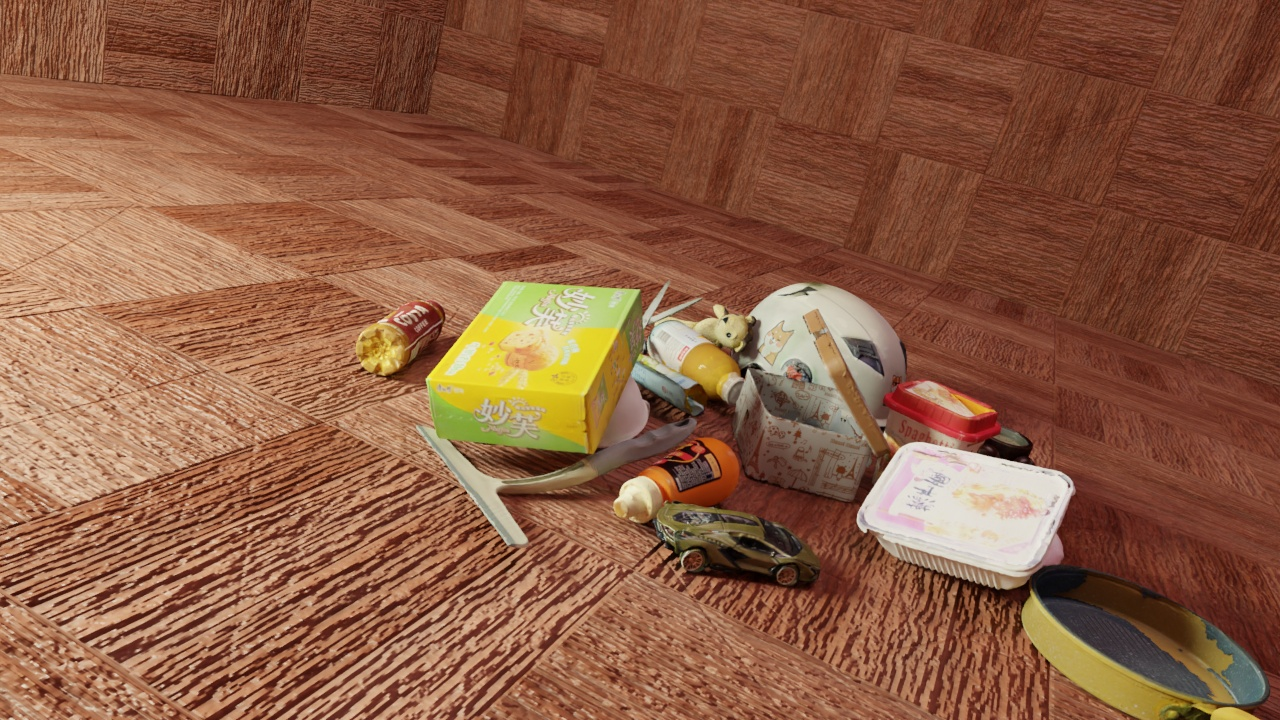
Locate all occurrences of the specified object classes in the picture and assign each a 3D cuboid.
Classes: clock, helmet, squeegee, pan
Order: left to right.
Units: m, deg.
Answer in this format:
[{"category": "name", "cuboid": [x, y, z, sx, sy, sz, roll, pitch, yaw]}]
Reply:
[{"category": "squeegee", "cuboid": [-0.054, 0.096, 0.856, 0.246, 0.039, 0.246, -12, 24, -27]}, {"category": "helmet", "cuboid": [0.275, -0.025, 1.340, 0.229, 0.157, 0.274, -3, 25, -44]}, {"category": "clock", "cuboid": [0.472, 0.126, 1.208, 0.082, 0.055, 0.121, 18, 19, 7]}, {"category": "pan", "cuboid": [0.444, 0.260, 0.733, 0.197, 0.078, 0.356, 14, 17, -4]}]

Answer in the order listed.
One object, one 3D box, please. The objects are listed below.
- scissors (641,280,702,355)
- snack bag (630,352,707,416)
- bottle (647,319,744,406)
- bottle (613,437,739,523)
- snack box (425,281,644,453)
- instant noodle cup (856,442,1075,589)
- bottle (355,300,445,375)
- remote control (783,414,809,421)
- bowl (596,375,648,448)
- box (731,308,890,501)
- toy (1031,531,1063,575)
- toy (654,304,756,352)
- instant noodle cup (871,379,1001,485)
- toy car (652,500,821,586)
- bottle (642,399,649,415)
[{"category": "scissors", "cuboid": [0.005, -0.050, 1.273, 0.179, 0.014, 0.159, -20, 40, 13]}, {"category": "snack bag", "cuboid": [-0.007, 0.007, 1.151, 0.191, 0.039, 0.110, 29, 0, 25]}, {"category": "bottle", "cuboid": [0.079, 0.005, 1.230, 0.068, 0.068, 0.189, 3, 21, -33]}, {"category": "bottle", "cuboid": [0.030, 0.118, 0.865, 0.067, 0.067, 0.149, 28, 28, 35]}, {"category": "snack box", "cuboid": [-0.095, -0.001, 0.909, 0.158, 0.070, 0.209, 4, 33, 13]}, {"category": "instant noodle cup", "cuboid": [0.314, 0.155, 0.886, 0.174, 0.060, 0.137, 10, 41, 39]}, {"category": "bottle", "cuboid": [-0.273, -0.033, 1.073, 0.057, 0.057, 0.174, 16, 17, 1]}, {"category": "remote control", "cuboid": [0.192, 0.066, 1.211, 0.125, 0.024, 0.049, 14, 18, -7]}, {"category": "bowl", "cuboid": [-0.050, 0.032, 0.986, 0.118, 0.065, 0.118, 1, 34, -1]}, {"category": "box", "cuboid": [0.206, 0.040, 1.050, 0.152, 0.174, 0.182, 12, 17, -5]}, {"category": "toy", "cuboid": [0.371, 0.180, 0.967, 0.121, 0.054, 0.159, 7, 11, 3]}, {"category": "toy", "cuboid": [0.090, -0.042, 1.337, 0.157, 0.105, 0.066, 1, -32, 33]}, {"category": "instant noodle cup", "cuboid": [0.333, 0.099, 1.059, 0.116, 0.124, 0.116, 29, 23, 35]}, {"category": "toy car", "cuboid": [0.087, 0.160, 0.811, 0.158, 0.042, 0.070, 13, 18, -14]}, {"category": "bottle", "cuboid": [-0.065, 0.023, 1.099, 0.079, 0.044, 0.195, -9, 30, -42]}]
